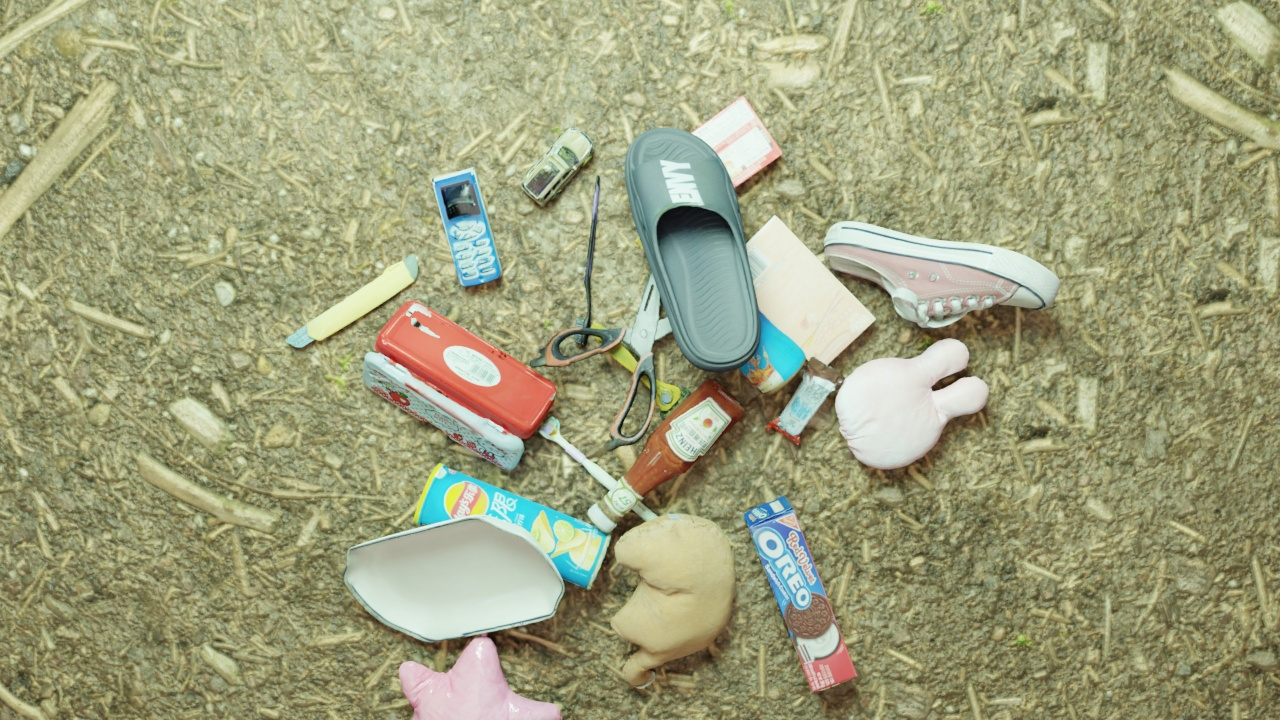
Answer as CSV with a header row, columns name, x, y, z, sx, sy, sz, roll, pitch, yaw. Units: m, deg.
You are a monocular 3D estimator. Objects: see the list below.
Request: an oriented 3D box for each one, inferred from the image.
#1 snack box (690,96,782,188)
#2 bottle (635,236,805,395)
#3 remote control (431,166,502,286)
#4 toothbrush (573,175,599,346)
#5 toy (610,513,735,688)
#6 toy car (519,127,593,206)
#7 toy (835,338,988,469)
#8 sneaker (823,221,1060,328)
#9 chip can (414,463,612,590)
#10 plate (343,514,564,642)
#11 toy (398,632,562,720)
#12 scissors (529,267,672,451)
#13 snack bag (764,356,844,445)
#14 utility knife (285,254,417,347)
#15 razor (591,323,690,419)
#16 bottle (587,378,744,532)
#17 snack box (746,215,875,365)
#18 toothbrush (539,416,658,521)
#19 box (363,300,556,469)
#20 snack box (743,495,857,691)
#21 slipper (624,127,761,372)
name,x,y,z,sx,sy,sz,roll,pitch,yaw
snack box,0.069,-0.208,0.986,0.153,0.025,0.075,-35,95,7
bottle,0.081,-0.059,0.976,0.065,0.065,0.218,-44,92,7
remote control,-0.189,-0.146,1.009,0.049,0.024,0.125,-13,98,5
toothbrush,-0.058,-0.109,1.013,0.017,0.014,0.189,8,98,14
toy,0.037,0.278,1.028,0.143,0.082,0.226,3,107,-4
toy car,-0.089,-0.210,0.991,0.042,0.035,0.090,44,95,-4
toy,0.291,0.047,0.992,0.159,0.054,0.121,-28,97,9
sneaker,0.304,-0.076,0.952,0.241,0.118,0.087,14,80,7
chip can,-0.141,0.186,1.027,0.210,0.071,0.071,21,98,0
plate,-0.205,0.235,1.012,0.266,0.034,0.162,-19,118,26
toy,-0.187,0.400,1.057,0.194,0.074,0.178,12,96,-2
scissors,-0.008,-0.010,0.997,0.225,0.015,0.189,-20,86,-7
snack bag,0.178,0.048,1.003,0.045,0.026,0.105,31,114,2
utility knife,-0.323,-0.062,1.030,0.178,0.019,0.031,-31,91,0
razor,-0.006,0.006,1.020,0.132,0.028,0.043,44,101,-1
bottle,0.025,0.107,1.007,0.206,0.059,0.060,-45,93,4
snack box,0.171,-0.073,0.998,0.084,0.026,0.157,-44,93,8
toothbrush,-0.038,0.134,1.041,0.189,0.029,0.020,42,140,-4
box,-0.202,0.029,1.026,0.201,0.100,0.094,32,57,0
snack box,0.177,0.260,1.026,0.057,0.058,0.207,-21,96,2
slipper,0.059,-0.123,0.912,0.110,0.083,0.268,-13,76,-6
